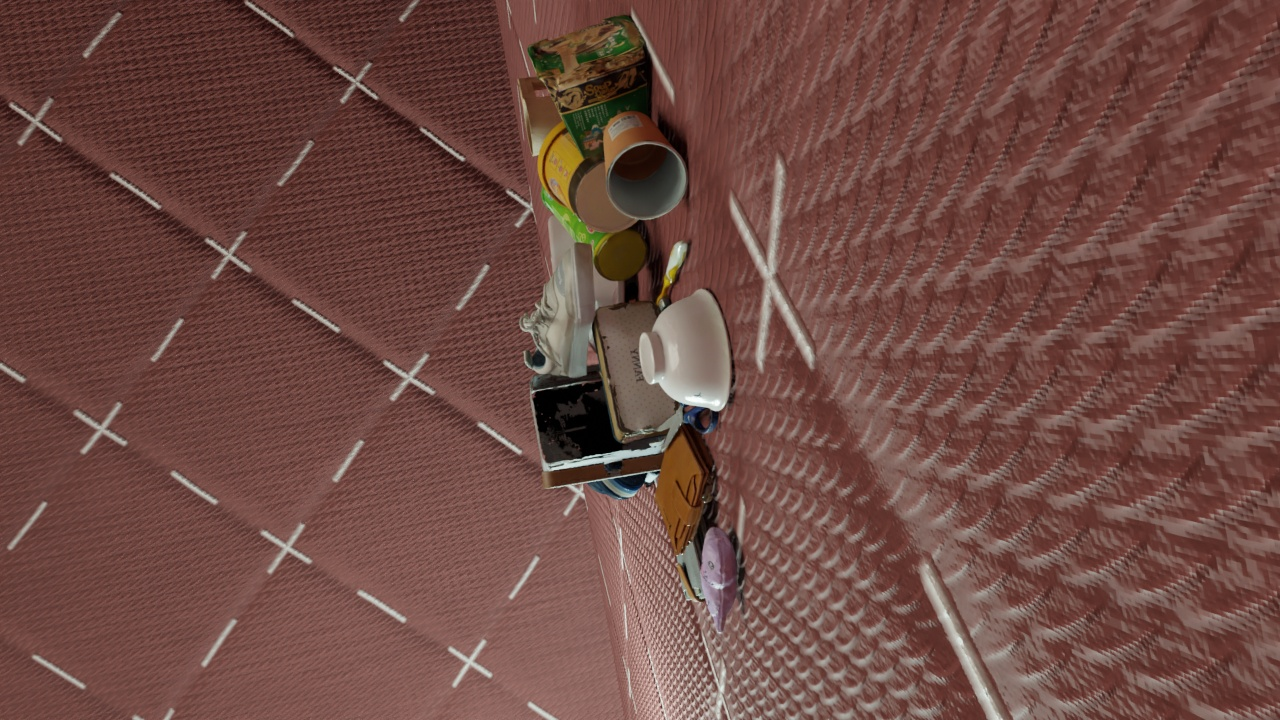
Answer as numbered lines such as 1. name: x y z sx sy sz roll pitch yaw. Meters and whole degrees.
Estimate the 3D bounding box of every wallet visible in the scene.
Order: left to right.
1. wallet: 0.048 0.141 1.048 0.107 0.031 0.132 -112 26 -50
2. wallet: 0.062 0.245 1.131 0.130 0.037 0.106 115 145 -74

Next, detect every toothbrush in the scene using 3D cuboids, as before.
1. toothbrush: 0.034 -0.088 0.994 0.192 0.016 0.018 110 138 -73

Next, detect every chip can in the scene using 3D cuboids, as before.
1. chip can: -0.066 -0.186 1.210 0.221 0.072 0.073 -127 26 -47

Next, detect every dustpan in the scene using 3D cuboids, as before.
1. dustpan: -0.040 -0.132 1.380 0.273 0.139 0.222 43 -148 -57

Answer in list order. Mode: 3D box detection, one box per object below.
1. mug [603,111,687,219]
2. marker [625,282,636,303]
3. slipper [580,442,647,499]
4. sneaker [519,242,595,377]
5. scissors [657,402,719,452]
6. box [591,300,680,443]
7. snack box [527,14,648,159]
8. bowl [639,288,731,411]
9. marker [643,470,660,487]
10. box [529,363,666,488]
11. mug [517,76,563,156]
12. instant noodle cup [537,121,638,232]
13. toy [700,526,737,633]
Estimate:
1. mug: -0.003 -0.202 0.914 0.122 0.078 0.078 -105 9 -55
2. marker: -0.015 -0.069 1.318 0.124 0.018 0.015 93 159 -53
3. slipper: -0.052 0.152 1.415 0.095 0.105 0.252 -53 7 10
4. sneaker: -0.105 -0.060 1.135 0.243 0.090 0.089 103 164 -56
5. scissors: 0.045 0.048 0.993 0.171 0.012 0.141 -163 69 -68
6. box: -0.007 0.007 1.133 0.059 0.089 0.184 103 158 -70
7. snack box: -0.047 -0.292 1.001 0.117 0.118 0.106 -109 2 -45
8. bowl: 0.036 -0.006 0.874 0.118 0.064 0.118 172 91 -75
9. marker: 0.017 0.178 1.414 0.131 0.018 0.022 112 137 -75
10. box: -0.055 0.075 1.222 0.227 0.180 0.156 143 118 -83
11. mug: -0.121 -0.372 1.368 0.084 0.103 0.124 106 152 -71
12. instant noodle cup: -0.049 -0.216 1.081 0.114 0.118 0.119 -124 24 -51
13. toy: 0.082 0.222 0.970 0.083 0.039 0.108 -97 2 -53
